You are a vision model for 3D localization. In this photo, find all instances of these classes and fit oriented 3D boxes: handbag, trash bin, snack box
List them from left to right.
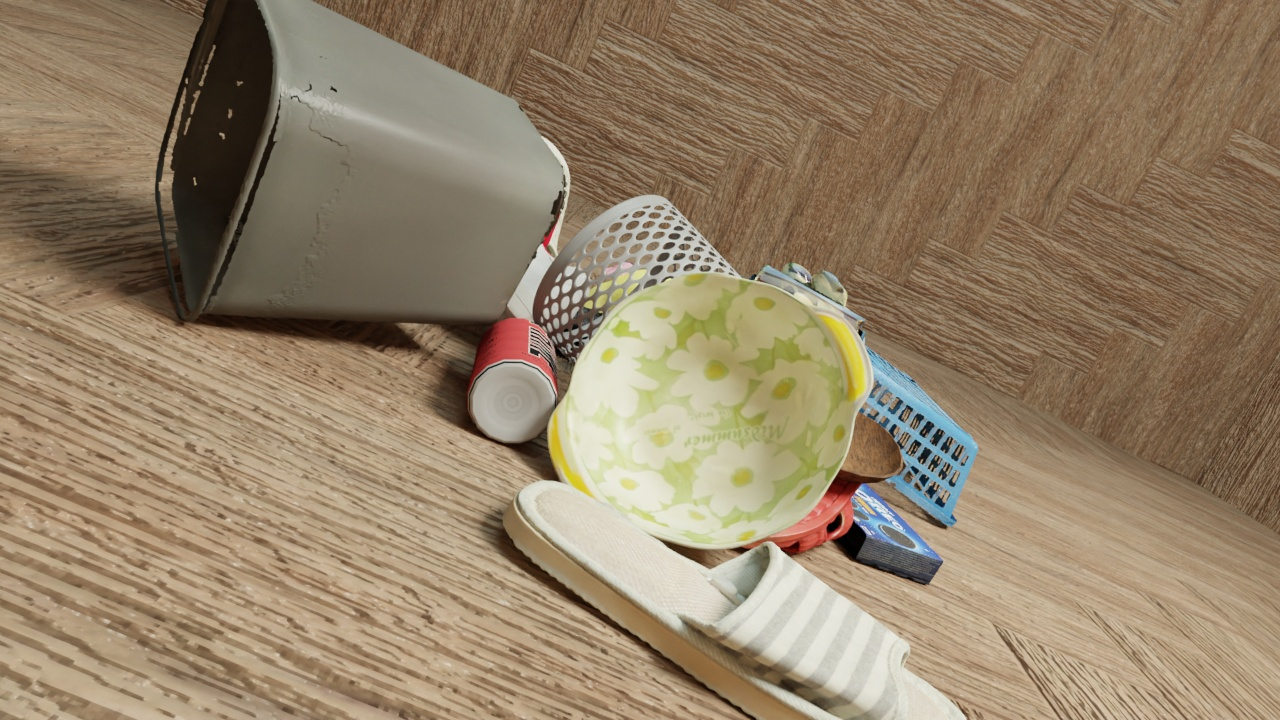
[{"bbox_3d":[-0.197,-0.132,0.657,0.219,0.198,0.197,9,37,-41],"label":"trash bin"},{"bbox_3d":[0.028,-0.018,0.760,0.183,0.157,0.156,47,20,20],"label":"trash bin"},{"bbox_3d":[0.136,-0.001,0.866,0.122,0.192,0.118,28,44,13],"label":"handbag"},{"bbox_3d":[0.191,0.136,0.802,0.082,0.027,0.150,19,14,-21],"label":"snack box"}]

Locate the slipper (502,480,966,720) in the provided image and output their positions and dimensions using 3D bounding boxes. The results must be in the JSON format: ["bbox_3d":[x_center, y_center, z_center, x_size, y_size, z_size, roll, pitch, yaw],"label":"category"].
[{"bbox_3d":[0.051,0.132,0.491,0.273,0.054,0.114,26,17,9],"label":"slipper"}]

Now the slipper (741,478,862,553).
[{"bbox_3d":[0.122,0.102,0.731,0.103,0.059,0.248,32,29,26],"label":"slipper"}]

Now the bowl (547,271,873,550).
[{"bbox_3d":[0.048,0.037,0.627,0.060,0.219,0.188,66,3,-70],"label":"bowl"}]

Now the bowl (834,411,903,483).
[{"bbox_3d":[0.152,0.068,0.720,0.102,0.026,0.114,21,25,4],"label":"bowl"}]

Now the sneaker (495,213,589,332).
[{"bbox_3d":[-0.131,-0.125,0.860,0.236,0.104,0.090,49,-20,23],"label":"sneaker"}]

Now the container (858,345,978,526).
[{"bbox_3d":[0.261,0.035,1.104,0.257,0.089,0.361,36,12,-3],"label":"container"}]

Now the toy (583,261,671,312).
[{"bbox_3d":[-0.004,-0.056,1.060,0.190,0.088,0.238,-20,30,-16],"label":"toy"}]

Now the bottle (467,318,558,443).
[{"bbox_3d":[-0.095,0.005,0.700,0.062,0.062,0.176,23,12,-12],"label":"bottle"}]

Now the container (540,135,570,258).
[{"bbox_3d":[-0.199,-0.196,1.061,0.252,0.143,0.185,18,-7,8],"label":"container"}]

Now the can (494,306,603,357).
[{"bbox_3d":[-0.078,-0.035,0.918,0.137,0.054,0.054,20,13,-22],"label":"can"}]
